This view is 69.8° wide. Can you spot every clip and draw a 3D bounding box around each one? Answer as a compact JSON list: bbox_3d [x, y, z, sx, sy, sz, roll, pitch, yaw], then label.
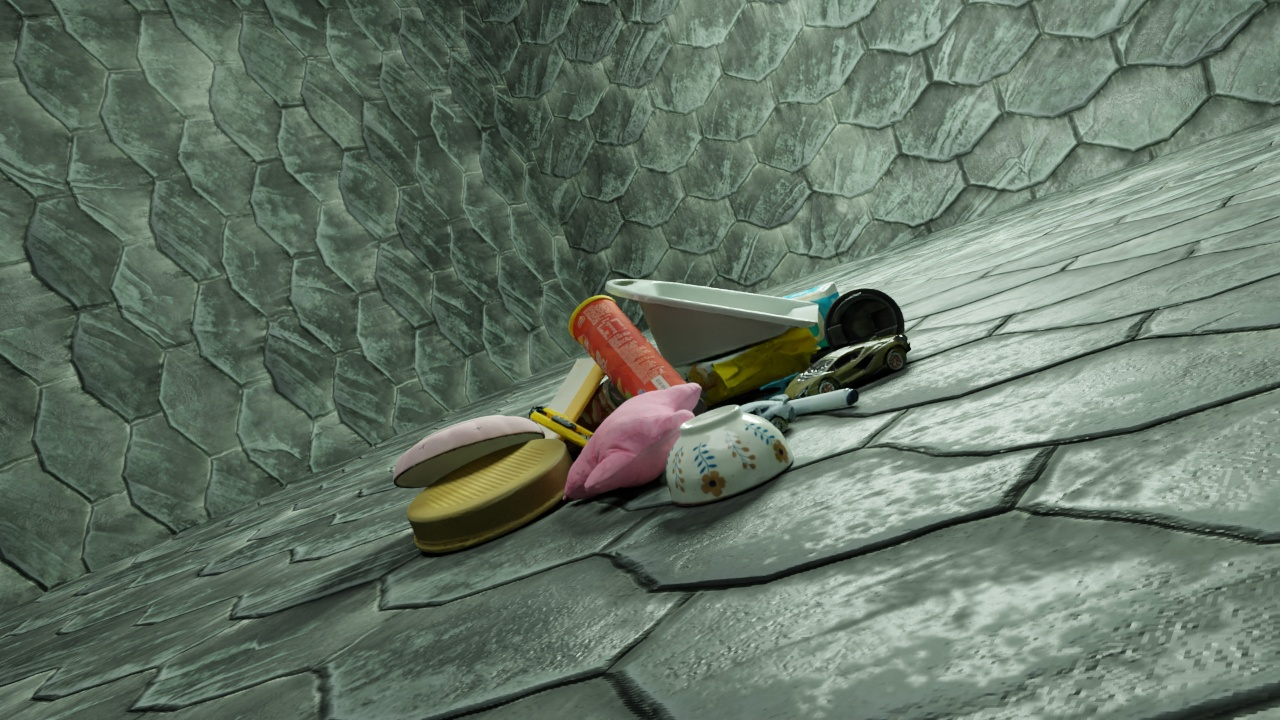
[{"bbox_3d":[0.172,0.032,1.115,0.057,0.046,0.014,-23,6,29],"label":"clip"}]

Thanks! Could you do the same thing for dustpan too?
[{"bbox_3d":[0.094,-0.085,1.242,0.258,0.142,0.222,-20,5,14],"label":"dustpan"}]

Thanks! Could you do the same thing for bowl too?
[{"bbox_3d":[0.071,0.076,0.803,0.113,0.062,0.113,-20,4,1],"label":"bowl"}]

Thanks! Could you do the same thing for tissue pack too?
[{"bbox_3d":[0.245,-0.056,1.376,0.140,0.090,0.063,-16,6,40],"label":"tissue pack"}]

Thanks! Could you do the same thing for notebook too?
[{"bbox_3d":[-0.110,0.079,1.220,0.206,0.010,0.146,-58,18,-16],"label":"notebook"}]

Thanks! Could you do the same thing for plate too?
[{"bbox_3d":[-0.215,0.108,1.138,0.192,0.039,0.192,-19,-14,-5],"label":"plate"}]

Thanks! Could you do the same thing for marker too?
[{"bbox_3d":[0.173,0.046,0.959,0.131,0.018,0.022,-17,25,49],"label":"marker"}]

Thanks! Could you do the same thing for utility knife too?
[{"bbox_3d":[-0.075,0.088,1.117,0.173,0.015,0.033,23,31,37],"label":"utility knife"}]

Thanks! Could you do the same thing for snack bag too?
[{"bbox_3d":[0.125,0.012,1.265,0.157,0.068,0.247,-22,5,-22],"label":"snack bag"}]

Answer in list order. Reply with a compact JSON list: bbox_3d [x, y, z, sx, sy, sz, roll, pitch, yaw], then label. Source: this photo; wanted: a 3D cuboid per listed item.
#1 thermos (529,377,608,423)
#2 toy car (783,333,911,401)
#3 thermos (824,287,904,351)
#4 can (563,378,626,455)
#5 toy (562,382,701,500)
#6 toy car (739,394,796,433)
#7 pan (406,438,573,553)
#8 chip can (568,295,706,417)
[{"bbox_3d":[-0.077,0.075,1.316,0.221,0.070,0.070,-27,1,33],"label":"thermos"},{"bbox_3d":[0.227,0.010,1.017,0.158,0.042,0.070,-25,5,-14],"label":"toy car"},{"bbox_3d":[0.274,-0.041,1.129,0.093,0.093,0.143,-20,-3,12],"label":"thermos"},{"bbox_3d":[-0.063,0.076,1.225,0.057,0.058,0.148,-26,-9,-46],"label":"can"},{"bbox_3d":[-0.012,0.087,0.951,0.179,0.074,0.194,-36,7,10],"label":"toy"},{"bbox_3d":[0.099,0.069,0.925,0.120,0.037,0.054,-25,6,-13],"label":"toy car"},{"bbox_3d":[-0.195,0.162,1.098,0.197,0.078,0.358,-26,13,-24],"label":"pan"},{"bbox_3d":[-0.007,0.006,1.112,0.073,0.073,0.216,-23,47,-22],"label":"chip can"}]
